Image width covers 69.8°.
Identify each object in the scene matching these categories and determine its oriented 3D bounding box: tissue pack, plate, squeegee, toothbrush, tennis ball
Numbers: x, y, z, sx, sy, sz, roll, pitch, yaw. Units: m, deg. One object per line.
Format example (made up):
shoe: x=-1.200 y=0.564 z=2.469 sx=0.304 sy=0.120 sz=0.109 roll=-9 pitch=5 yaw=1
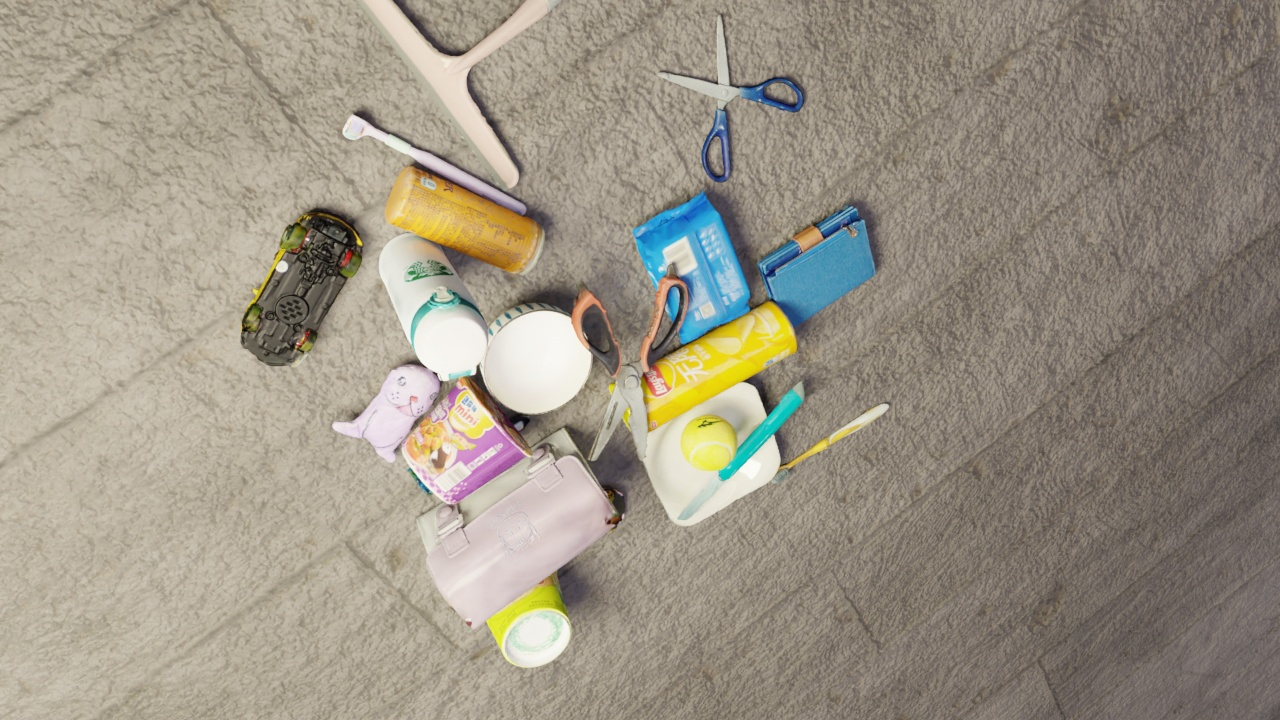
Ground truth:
tissue pack: x=0.058 y=-0.098 z=1.000 sx=0.095 sy=0.052 sz=0.157 roll=-29 pitch=121 yaw=-6
plate: x=0.083 y=0.109 z=1.117 sx=0.163 sy=0.034 sz=0.164 roll=-28 pitch=120 yaw=-9
squeegee: x=-0.099 y=-0.323 z=0.838 sx=0.249 sy=0.040 sz=0.248 roll=-40 pitch=122 yaw=-2
toothbrush: x=0.247 y=0.108 z=1.194 sx=0.191 sy=0.018 sz=0.016 roll=-30 pitch=123 yaw=-7
tennis ball: x=0.078 y=0.094 z=1.049 sx=0.065 sy=0.065 sz=0.065 roll=-9 pitch=116 yaw=-19
toothbrush: x=-0.190 y=-0.182 z=0.876 sx=0.189 sy=0.021 sz=0.029 roll=23 pitch=145 yaw=-31

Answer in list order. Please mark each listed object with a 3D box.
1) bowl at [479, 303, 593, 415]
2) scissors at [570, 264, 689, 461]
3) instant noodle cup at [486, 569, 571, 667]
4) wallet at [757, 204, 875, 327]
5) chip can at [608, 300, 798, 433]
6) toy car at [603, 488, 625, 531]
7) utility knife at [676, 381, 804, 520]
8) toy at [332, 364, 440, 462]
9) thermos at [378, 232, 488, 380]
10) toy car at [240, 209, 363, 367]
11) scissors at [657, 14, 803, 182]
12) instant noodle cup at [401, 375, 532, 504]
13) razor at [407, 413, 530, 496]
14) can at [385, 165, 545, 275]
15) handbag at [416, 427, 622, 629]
bowl: x=-0.114 y=-0.009 z=0.960 sx=0.116 sy=0.066 sz=0.117 roll=-9 pitch=115 yaw=-20
scissors: x=-0.011 y=0.002 z=0.962 sx=0.188 sy=0.015 sz=0.227 roll=-38 pitch=121 yaw=-12
instant noodle cup: x=-0.133 y=0.282 z=1.054 sx=0.111 sy=0.123 sz=0.112 roll=-9 pitch=116 yaw=-19
wallet: x=0.206 y=-0.106 z=1.067 sx=0.133 sy=0.040 sz=0.106 roll=-33 pitch=130 yaw=-6
chip can: x=0.072 y=0.010 z=1.046 sx=0.213 sy=0.072 sz=0.072 roll=-28 pitch=121 yaw=-10
toy car: x=-0.071 y=0.191 z=1.085 sx=0.122 sy=0.037 sz=0.056 roll=-25 pitch=130 yaw=-31
utility knife: x=0.122 y=0.112 z=1.106 sx=0.223 sy=0.013 sz=0.029 roll=-47 pitch=124 yaw=0
toy: x=-0.253 y=0.047 z=0.943 sx=0.108 sy=0.039 sz=0.084 roll=-48 pitch=133 yaw=4
thermos: x=-0.186 y=-0.055 z=0.816 sx=0.073 sy=0.224 sz=0.073 roll=-9 pitch=116 yaw=-19
toy car: x=-0.321 y=-0.067 z=0.861 sx=0.071 sy=0.041 sz=0.156 roll=26 pitch=100 yaw=-30
scissors: x=0.092 y=-0.268 z=0.959 sx=0.173 sy=0.012 sz=0.162 roll=6 pitch=111 yaw=-24
instant noodle cup: x=-0.184 y=0.087 z=0.950 sx=0.099 sy=0.111 sz=0.111 roll=-40 pitch=122 yaw=-1
razor: x=-0.182 y=0.101 z=1.009 sx=0.142 sy=0.022 sz=0.043 roll=-31 pitch=123 yaw=-7
can: x=-0.168 y=-0.133 z=0.885 sx=0.146 sy=0.058 sz=0.058 roll=21 pitch=104 yaw=-29
handbag: x=-0.132 y=0.176 z=0.993 sx=0.197 sy=0.145 sz=0.098 roll=-33 pitch=124 yaw=-7
